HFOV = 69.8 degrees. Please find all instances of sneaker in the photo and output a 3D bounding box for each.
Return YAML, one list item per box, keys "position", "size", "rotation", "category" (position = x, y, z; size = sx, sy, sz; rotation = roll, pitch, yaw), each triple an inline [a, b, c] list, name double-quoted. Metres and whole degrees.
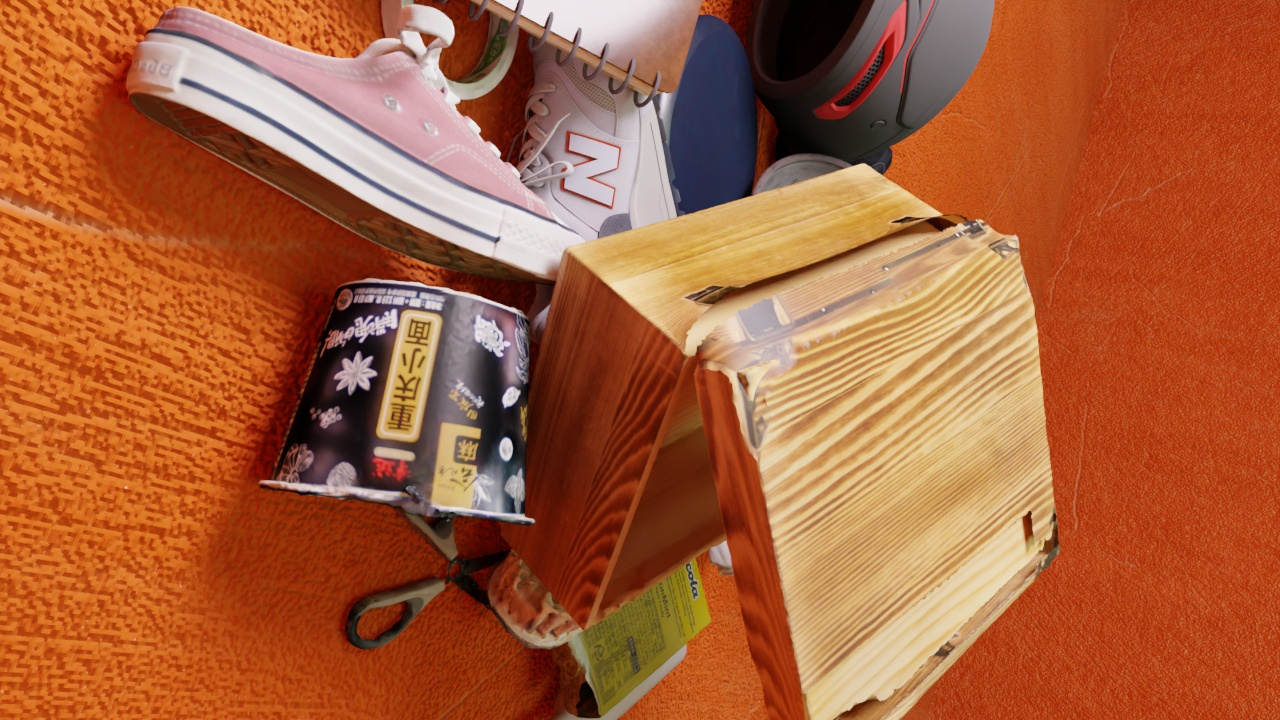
- position: [-0.050, -0.111, 0.570]
  size: [0.124, 0.089, 0.240]
  rotation: [-26, 107, -22]
  category: "sneaker"
- position: [-0.115, -0.107, 0.450]
  size: [0.240, 0.118, 0.087]
  rotation: [26, 77, -44]
  category: "sneaker"

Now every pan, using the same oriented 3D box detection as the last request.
- position: [0.031, -0.207, 0.643]
  size: [0.198, 0.021, 0.357]
  rotation: [-64, 149, -31]
  category: "pan"

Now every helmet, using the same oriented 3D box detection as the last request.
- position: [0.191, -0.265, 0.756]
  size: [0.169, 0.266, 0.164]
  rotation: [0, 67, -28]
  category: "helmet"

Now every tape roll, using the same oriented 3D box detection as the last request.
- position: [-0.105, -0.196, 0.519]
  size: [0.093, 0.018, 0.094]
  rotation: [-28, 125, -51]
  category: "tape roll"

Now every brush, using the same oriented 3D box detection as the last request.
- position: [-0.014, 0.129, 0.720]
  size: [0.270, 0.083, 0.057]
  rotation: [-30, 164, -53]
  category: "brush"

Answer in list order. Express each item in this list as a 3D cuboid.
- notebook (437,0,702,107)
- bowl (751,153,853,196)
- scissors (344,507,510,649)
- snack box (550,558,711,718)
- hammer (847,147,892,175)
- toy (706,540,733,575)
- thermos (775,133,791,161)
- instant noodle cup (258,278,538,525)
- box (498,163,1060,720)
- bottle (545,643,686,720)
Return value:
- position: [-0.056, -0.252, 0.480]
  size: [0.225, 0.024, 0.167]
  rotation: [19, 84, -31]
  category: "notebook"
- position: [0.146, -0.095, 0.777]
  size: [0.144, 0.145, 0.067]
  rotation: [-58, -175, -28]
  category: "bowl"
- position: [-0.132, 0.136, 0.607]
  size: [0.157, 0.013, 0.169]
  rotation: [-38, 133, -46]
  category: "scissors"
- position: [-0.014, 0.204, 0.772]
  size: [0.180, 0.045, 0.121]
  rotation: [-23, 101, -52]
  category: "snack box"
- position: [0.143, -0.074, 0.836]
  size: [0.332, 0.118, 0.025]
  rotation: [-56, 156, -19]
  category: "hammer"
- position: [0.105, 0.122, 0.920]
  size: [0.193, 0.084, 0.159]
  rotation: [-61, 144, -36]
  category: "toy"
- position: [0.169, -0.176, 0.932]
  size: [0.061, 0.061, 0.232]
  rotation: [-40, 134, -45]
  category: "thermos"
- position: [-0.118, 0.023, 0.484]
  size: [0.137, 0.137, 0.112]
  rotation: [23, 71, -59]
  category: "instant noodle cup"
- position: [0.116, 0.044, 0.542]
  size: [0.278, 0.263, 0.270]
  rotation: [-21, 141, -39]
  category: "box"
- position: [-0.031, 0.283, 0.790]
  size: [0.194, 0.052, 0.052]
  rotation: [-19, 117, -55]
  category: "bottle"
